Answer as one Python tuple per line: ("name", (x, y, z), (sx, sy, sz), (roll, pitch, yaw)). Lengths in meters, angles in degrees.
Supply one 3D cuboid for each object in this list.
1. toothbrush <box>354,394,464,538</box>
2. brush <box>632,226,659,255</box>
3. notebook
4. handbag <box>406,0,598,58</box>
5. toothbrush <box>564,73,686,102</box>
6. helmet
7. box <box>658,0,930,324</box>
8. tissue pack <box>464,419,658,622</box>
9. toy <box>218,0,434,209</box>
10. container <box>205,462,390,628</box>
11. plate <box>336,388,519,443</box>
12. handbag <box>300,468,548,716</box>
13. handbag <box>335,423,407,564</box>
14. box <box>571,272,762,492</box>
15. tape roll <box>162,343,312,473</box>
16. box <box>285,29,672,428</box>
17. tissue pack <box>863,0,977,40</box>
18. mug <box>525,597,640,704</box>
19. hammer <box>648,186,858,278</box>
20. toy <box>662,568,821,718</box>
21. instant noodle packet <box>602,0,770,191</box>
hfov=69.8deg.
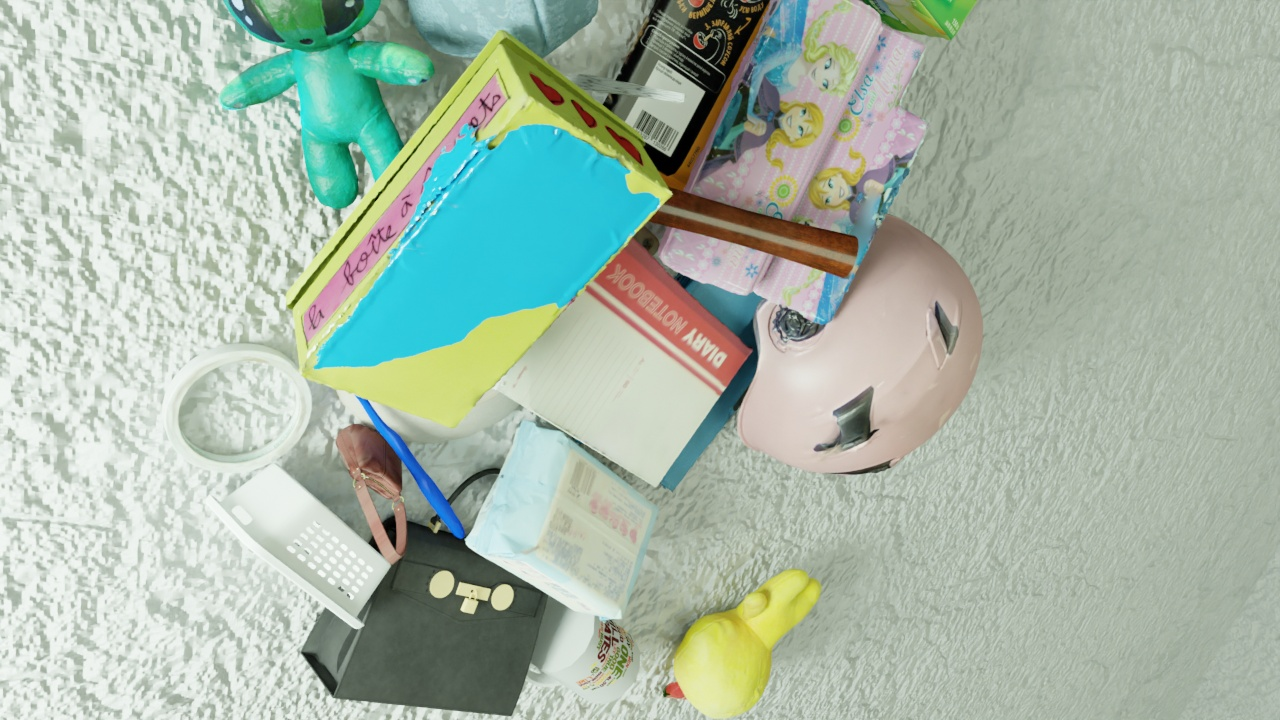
("toothbrush", (-0.169, 0.072, 0.680), (0.018, 0.016, 0.183), (-24, 126, -1))
("brush", (-0.029, -0.126, 0.699), (0.039, 0.012, 0.151), (-48, 133, -3))
("notebook", (-0.004, 0.004, 0.741), (0.153, 0.012, 0.208), (-55, 134, -2))
("handbag", (-0.085, -0.271, 0.509), (0.118, 0.122, 0.192), (-48, 137, -32))
("toothbrush", (-0.029, -0.171, 0.559), (0.010, 0.181, 0.010), (26, 93, -39))
("helmet", (0.211, 0.006, 0.838), (0.255, 0.152, 0.230), (-47, 147, -6))
("box", (0.129, -0.150, 0.696), (0.159, 0.035, 0.231), (21, 103, -15))
("tissue pack", (-0.058, 0.142, 0.778), (0.182, 0.070, 0.111), (45, 55, -43))
("toy", (-0.180, -0.179, 0.525), (0.131, 0.072, 0.194), (-4, 124, 6))
("container", (-0.236, 0.128, 0.654), (0.049, 0.081, 0.129), (-49, 136, -19))
("plate", (-0.133, -0.017, 0.677), (0.188, 0.027, 0.189), (-17, 124, -27))
("handbag", (-0.152, 0.183, 0.769), (0.175, 0.072, 0.195), (27, 87, -42))
("handbag", (-0.183, 0.097, 0.644), (0.029, 0.119, 0.055), (-39, 133, 6))
("box", (0.057, 0.006, 0.824), (0.231, 0.033, 0.174), (-53, 133, 1))
("tape roll", (-0.270, 0.033, 0.617), (0.092, 0.013, 0.093), (-17, 124, -28))
("box", (-0.099, -0.069, 0.552), (0.124, 0.080, 0.221), (23, 118, -41))
("tissue pack", (0.209, -0.328, 0.665), (0.197, 0.141, 0.120), (18, 104, -41))
("mug", (-0.066, 0.281, 0.874), (0.105, 0.073, 0.089), (-27, 133, 13))
("hammer", (0.018, -0.110, 0.653), (0.300, 0.028, 0.111), (13, 97, -15))
("toy", (0.114, 0.310, 1.002), (0.207, 0.092, 0.134), (-51, 136, -3))
("instant noodle packet", (0.060, -0.224, 0.693), (0.159, 0.032, 0.221), (20, 103, -43))
